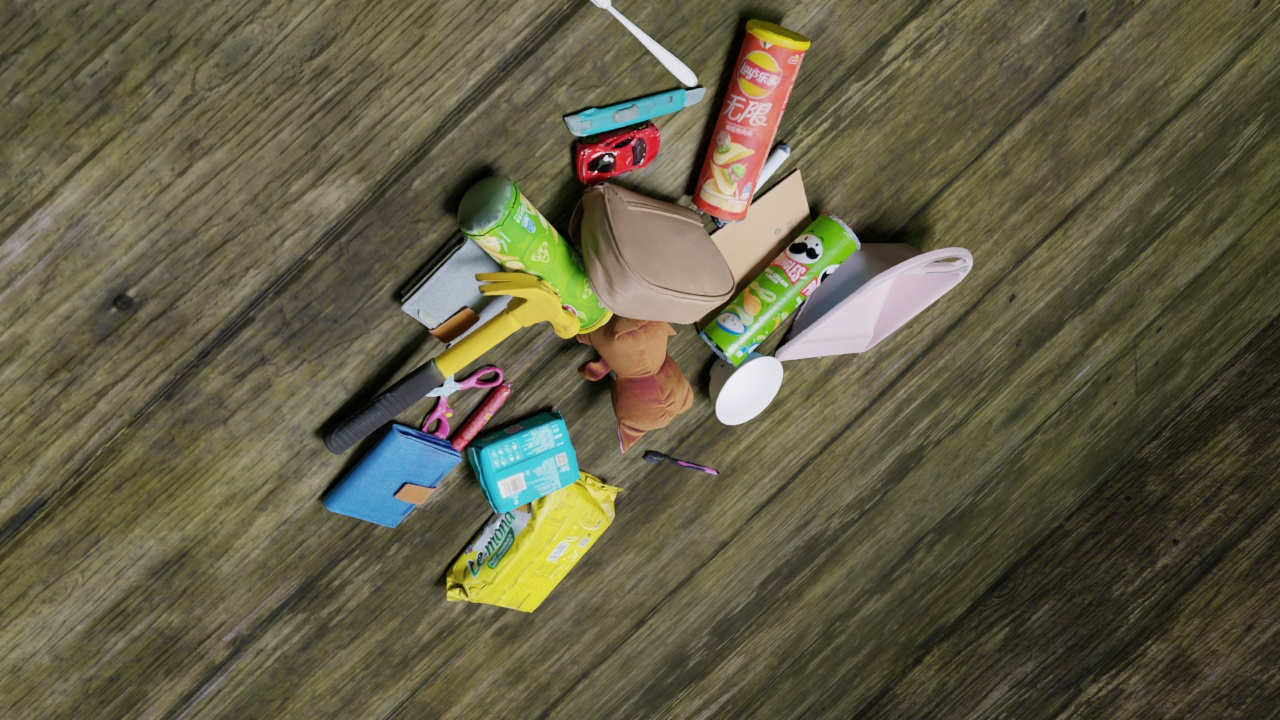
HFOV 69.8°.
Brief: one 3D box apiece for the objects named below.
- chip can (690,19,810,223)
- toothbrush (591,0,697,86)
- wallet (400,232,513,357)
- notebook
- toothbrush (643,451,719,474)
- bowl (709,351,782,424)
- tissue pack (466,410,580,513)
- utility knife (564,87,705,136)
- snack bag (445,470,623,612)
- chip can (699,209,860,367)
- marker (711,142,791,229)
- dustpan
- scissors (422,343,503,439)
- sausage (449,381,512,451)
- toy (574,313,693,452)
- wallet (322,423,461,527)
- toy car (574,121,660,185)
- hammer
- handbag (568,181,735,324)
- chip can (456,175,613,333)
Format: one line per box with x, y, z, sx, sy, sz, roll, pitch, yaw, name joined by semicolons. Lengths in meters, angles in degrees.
0.121;-0.266;1.035;0.073;0.073;0.217;-8;129;-35;chip can
0.007;-0.324;0.930;0.016;0.016;0.180;-51;140;12;toothbrush
-0.184;-0.062;0.987;0.106;0.037;0.129;-45;141;1;wallet
0.143;-0.141;1.214;0.207;0.008;0.148;-37;141;-7;notebook
0.067;0.162;1.417;0.018;0.014;0.189;-46;142;19;toothbrush
0.138;0.026;1.315;0.118;0.064;0.118;-22;137;-23;bowl
-0.143;0.126;1.155;0.133;0.050;0.093;-20;105;-24;tissue pack
-0.002;-0.267;0.976;0.175;0.013;0.029;-22;136;-24;utility knife
-0.142;0.252;1.278;0.246;0.068;0.158;-50;140;7;snack bag
0.185;-0.094;1.229;0.236;0.072;0.072;-44;141;2;chip can
0.137;-0.217;1.135;0.131;0.018;0.022;-49;131;7;marker
0.354;-0.073;1.351;0.222;0.139;0.274;-8;129;-36;dustpan
-0.219;0.036;1.063;0.133;0.017;0.134;-9;127;-31;scissors
-0.207;0.084;1.111;0.156;0.020;0.020;-48;141;6;sausage
-0.007;0.007;1.139;0.140;0.130;0.200;-30;118;-13;toy
-0.288;0.137;1.070;0.133;0.040;0.106;-44;140;14;wallet
-0.022;-0.223;0.986;0.106;0.031;0.049;-24;138;-25;toy car
-0.213;0.008;0.975;0.301;0.032;0.129;-34;140;9;hammer
0.010;-0.112;1.017;0.100;0.147;0.204;-31;159;32;handbag
-0.108;-0.109;0.981;0.072;0.072;0.221;-45;141;1;chip can
